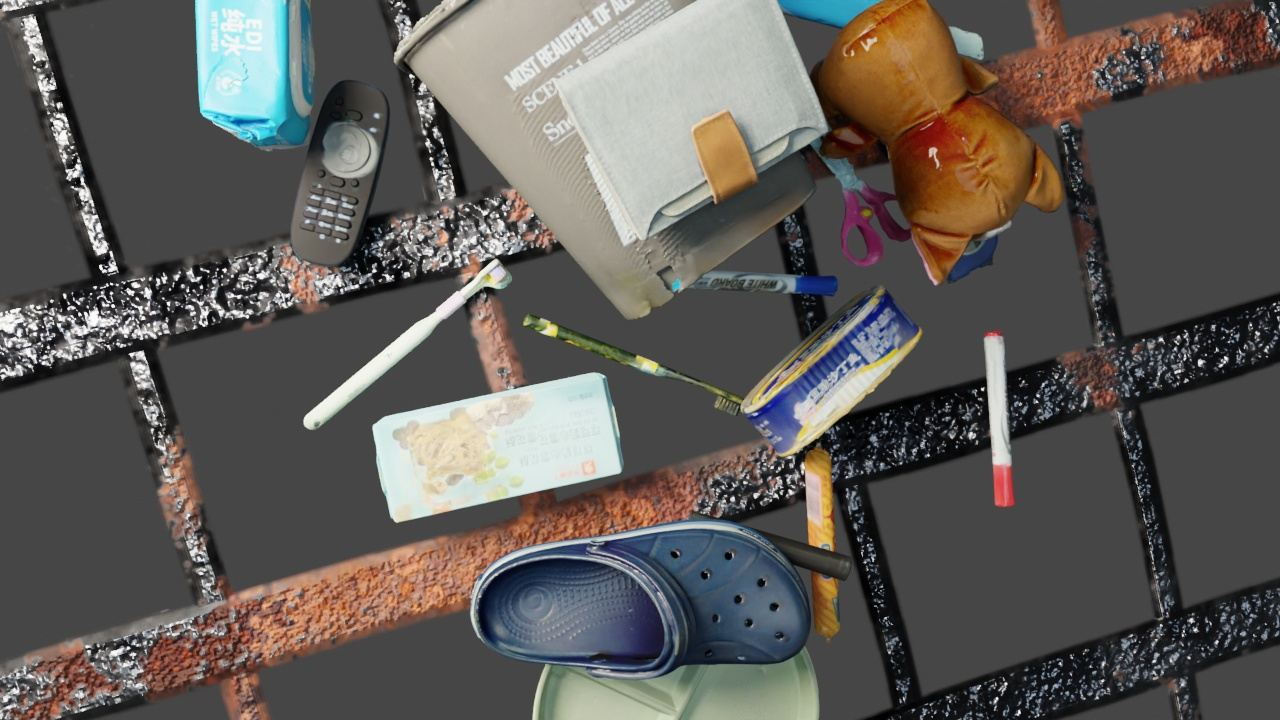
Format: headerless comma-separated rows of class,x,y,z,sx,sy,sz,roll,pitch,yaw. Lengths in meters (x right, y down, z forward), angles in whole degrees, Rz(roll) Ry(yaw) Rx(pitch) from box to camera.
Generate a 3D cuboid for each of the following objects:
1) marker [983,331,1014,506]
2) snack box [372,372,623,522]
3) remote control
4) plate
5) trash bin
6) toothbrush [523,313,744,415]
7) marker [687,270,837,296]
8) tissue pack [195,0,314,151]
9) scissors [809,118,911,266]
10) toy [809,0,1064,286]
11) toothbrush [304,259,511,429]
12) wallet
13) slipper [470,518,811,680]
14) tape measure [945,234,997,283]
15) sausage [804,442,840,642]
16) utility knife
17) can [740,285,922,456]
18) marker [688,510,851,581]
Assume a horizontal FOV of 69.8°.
marker,0.296,0.048,0.758,0.017,0.017,0.145,-6,95,-8
snack box,-0.104,0.063,0.685,0.174,0.051,0.074,-12,94,-7
remote control,-0.218,-0.135,0.670,0.053,0.024,0.136,15,90,-7
plate,0.029,0.280,0.730,0.230,0.027,0.230,-1,94,-8
trash bin,-0.013,-0.165,0.613,0.199,0.198,0.220,-35,103,4
toothbrush,-0.004,0.004,0.716,0.186,0.012,0.017,21,101,-9
marker,0.083,-0.062,0.721,0.145,0.017,0.017,2,93,-8
tissue pack,-0.259,-0.215,0.626,0.063,0.090,0.140,0,94,-9
scissors,0.175,-0.147,0.731,0.076,0.017,0.137,-24,93,-5
toy,0.213,-0.166,0.683,0.140,0.130,0.199,-36,82,7
toothbrush,-0.176,-0.010,0.687,0.189,0.029,0.020,-39,56,-3
wallet,0.032,-0.140,0.518,0.130,0.037,0.106,-29,110,1
slipper,0.004,0.175,0.663,0.253,0.095,0.105,1,94,-4
tape measure,0.259,-0.098,0.739,0.054,0.025,0.058,-27,101,-7
sausage,0.147,0.147,0.741,0.021,0.021,0.165,-5,95,-8
utility knife,0.189,-0.269,0.722,0.185,0.018,0.034,13,107,-10
can,0.146,0.007,0.706,0.148,0.074,0.049,-42,95,-4
marker,0.101,0.144,0.721,0.132,0.022,0.020,17,61,3
